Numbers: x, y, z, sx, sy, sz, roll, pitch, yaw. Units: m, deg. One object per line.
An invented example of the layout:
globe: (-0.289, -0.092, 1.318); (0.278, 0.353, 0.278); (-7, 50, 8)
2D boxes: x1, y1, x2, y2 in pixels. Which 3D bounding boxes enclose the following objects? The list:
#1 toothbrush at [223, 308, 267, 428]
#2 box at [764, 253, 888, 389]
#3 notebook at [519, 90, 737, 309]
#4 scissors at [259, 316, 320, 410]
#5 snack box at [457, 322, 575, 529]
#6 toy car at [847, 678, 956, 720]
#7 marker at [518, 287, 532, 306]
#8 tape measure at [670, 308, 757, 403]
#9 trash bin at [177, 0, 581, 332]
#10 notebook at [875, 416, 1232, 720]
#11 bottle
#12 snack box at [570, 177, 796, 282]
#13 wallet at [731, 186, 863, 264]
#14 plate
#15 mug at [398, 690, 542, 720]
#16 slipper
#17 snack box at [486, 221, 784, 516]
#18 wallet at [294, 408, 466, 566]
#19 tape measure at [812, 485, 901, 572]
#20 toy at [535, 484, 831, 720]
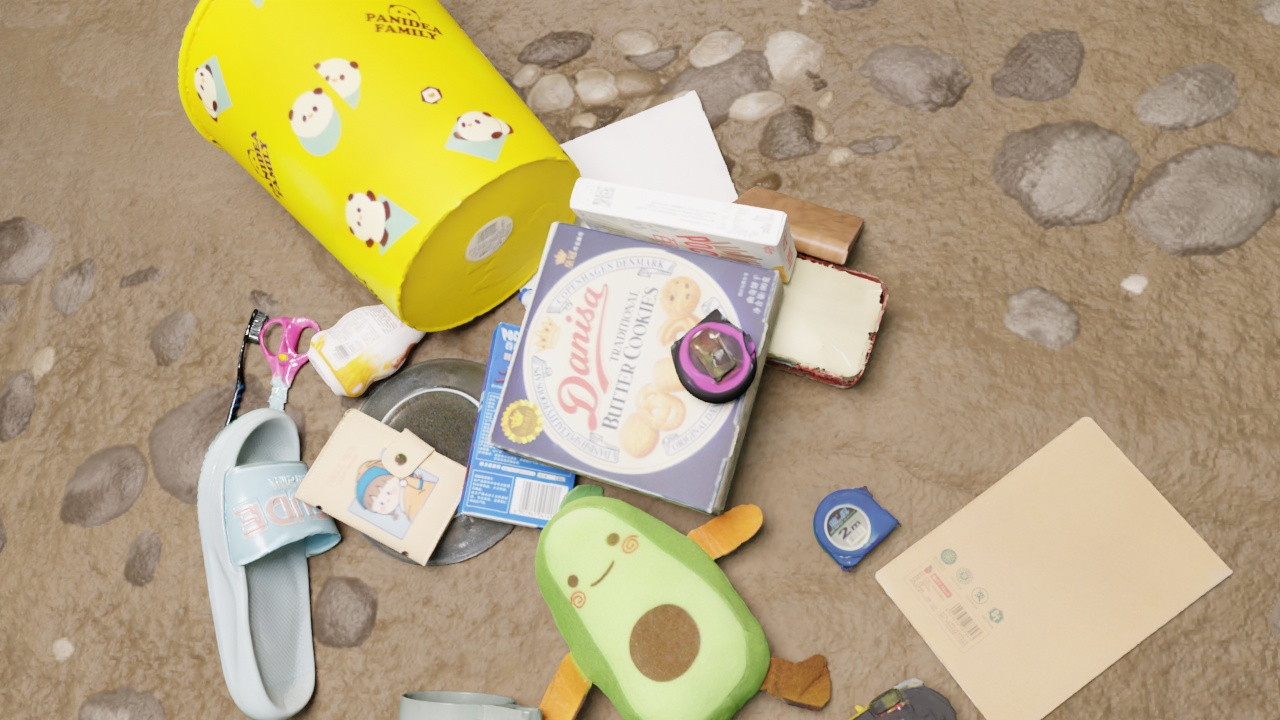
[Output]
toothbrush: (-0.359, 0.044, 0.811); (0.016, 0.014, 0.189); (11, 75, -13)
box: (0.103, -0.041, 0.726); (0.168, 0.076, 0.091); (18, 86, 12)
notebook: (-0.024, -0.139, 0.815); (0.209, 0.012, 0.150); (-20, 73, 3)
scissors: (-0.320, 0.025, 0.811); (0.057, 0.017, 0.133); (7, 78, 0)
snack box: (-0.090, 0.054, 0.743); (0.084, 0.026, 0.157); (13, 74, -16)
toy car: (0.155, 0.288, 0.645); (0.156, 0.041, 0.071); (-34, 72, -1)
marker: (-0.039, -0.025, 0.776); (0.146, 0.017, 0.017); (27, 79, 11)
tape measure: (0.051, 0.000, 0.630); (0.057, 0.039, 0.058); (-38, 76, 1)
trash bin: (-0.198, -0.175, 0.745); (0.229, 0.230, 0.255); (-42, 75, -5)
notebook: (0.302, 0.158, 0.680); (0.207, 0.008, 0.148); (-36, 72, -3)
bottle: (-0.225, -0.018, 0.784); (0.108, 0.063, 0.063); (-37, 71, -18)
snack box: (0.033, -0.096, 0.678); (0.157, 0.084, 0.027); (14, 82, 18)
wallet: (0.126, -0.113, 0.742); (0.101, 0.115, 0.020); (19, 117, 12)
plate: (-0.170, 0.080, 0.766); (0.179, 0.024, 0.179); (-2, 73, 7)
mug: (-0.122, 0.295, 0.653); (0.124, 0.083, 0.103); (-7, 72, 39)
slipper: (-0.284, 0.154, 0.721); (0.074, 0.104, 0.245); (-13, 77, 12)
snack box: (-0.004, 0.004, 0.686); (0.183, 0.046, 0.177); (14, 83, 14)
wallet: (-0.199, 0.097, 0.726); (0.115, 0.024, 0.087); (29, 77, -3)
tape measure: (0.160, 0.126, 0.702); (0.058, 0.025, 0.054); (-41, 70, -9)
toy: (0.014, 0.194, 0.670); (0.226, 0.090, 0.247); (-42, 76, -15)
